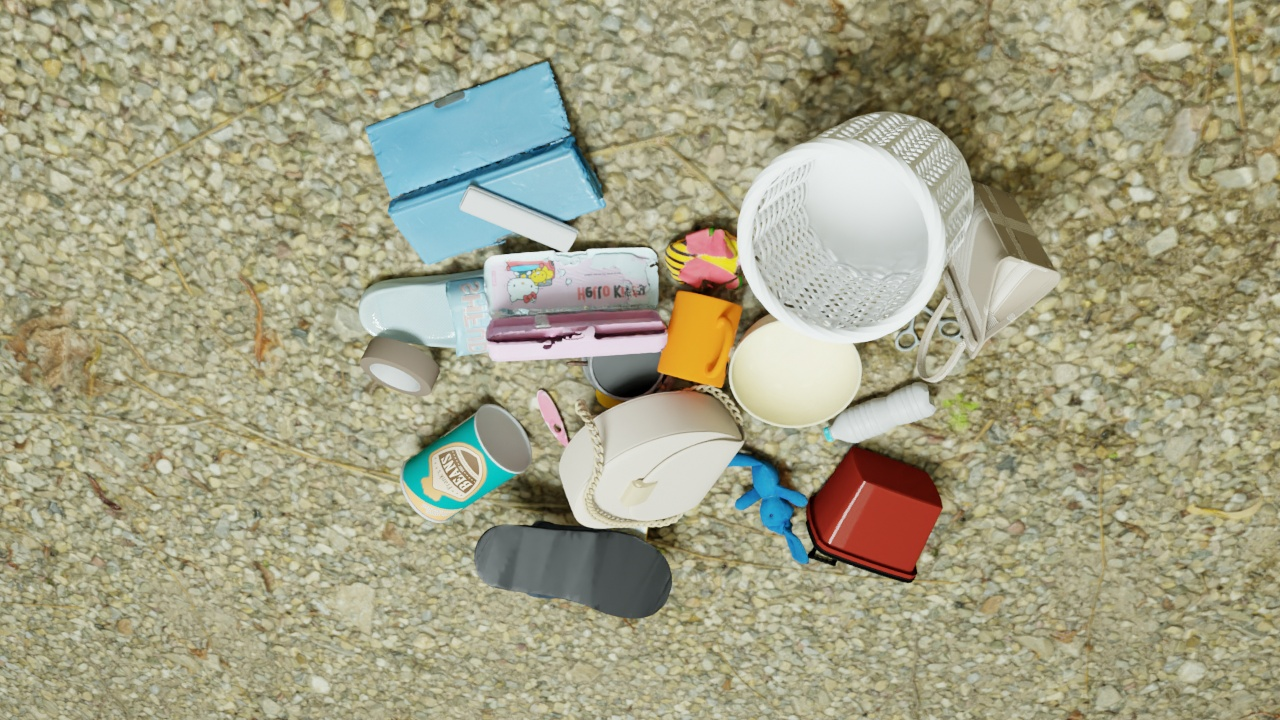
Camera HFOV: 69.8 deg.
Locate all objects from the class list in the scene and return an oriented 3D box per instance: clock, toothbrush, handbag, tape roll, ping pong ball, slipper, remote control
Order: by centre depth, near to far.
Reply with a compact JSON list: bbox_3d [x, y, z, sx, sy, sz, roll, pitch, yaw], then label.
[{"bbox_3d":[0.342,-0.062,0.972,0.062,0.175,0.198,17,125,-5],"label":"handbag"},{"bbox_3d":[-0.133,-0.154,1.009,0.131,0.012,0.033,20,133,-20],"label":"remote control"},{"bbox_3d":[-0.222,-0.051,1.097,0.245,0.074,0.104,-1,123,8],"label":"slipper"},{"bbox_3d":[-0.007,0.006,1.107,0.148,0.056,0.104,33,96,-11],"label":"clock"},{"bbox_3d":[0.007,0.119,1.122,0.208,0.103,0.211,-5,144,-28],"label":"handbag"},{"bbox_3d":[-0.299,0.009,1.140,0.094,0.030,0.094,16,154,8],"label":"tape roll"},{"bbox_3d":[-0.036,0.040,1.153,0.040,0.040,0.040,3,122,4],"label":"ping pong ball"},{"bbox_3d":[-0.106,0.094,1.209,0.022,0.016,0.135,-16,120,15],"label":"toothbrush"},{"bbox_3d":[-0.090,0.268,1.217,0.265,0.083,0.109,12,85,-13],"label":"slipper"}]

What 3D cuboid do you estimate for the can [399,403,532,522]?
[{"bbox_3d":[-0.228,0.135,1.199,0.144,0.099,0.099,-34,113,24],"label":"can"}]

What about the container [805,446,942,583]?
[{"bbox_3d":[0.286,0.227,1.195,0.148,0.126,0.201,20,116,-7],"label":"container"}]

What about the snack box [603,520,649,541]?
[{"bbox_3d":[-0.030,0.220,1.254,0.083,0.061,0.106,8,123,2],"label":"snack box"}]

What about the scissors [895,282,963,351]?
[{"bbox_3d":[0.329,-0.068,1.062,0.131,0.014,0.153,-1,125,8],"label":"scissors"}]

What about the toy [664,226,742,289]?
[{"bbox_3d":[0.077,-0.116,1.043,0.103,0.046,0.084,-7,135,16],"label":"toy"}]

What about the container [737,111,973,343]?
[{"bbox_3d":[0.215,-0.136,0.896,0.189,0.186,0.189,12,117,24],"label":"container"}]

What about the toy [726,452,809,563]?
[{"bbox_3d":[0.164,0.181,1.206,0.071,0.113,0.176,-37,92,-13],"label":"toy"}]

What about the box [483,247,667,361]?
[{"bbox_3d":[-0.074,-0.067,1.028,0.201,0.111,0.101,-3,112,-7],"label":"box"}]

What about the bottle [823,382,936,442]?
[{"bbox_3d":[0.293,0.069,1.134,0.136,0.044,0.044,-23,117,19],"label":"bottle"}]

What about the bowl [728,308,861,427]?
[{"bbox_3d":[0.180,-0.002,1.083,0.151,0.075,0.151,2,122,4],"label":"bowl"}]

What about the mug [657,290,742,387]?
[{"bbox_3d":[0.074,-0.023,1.041,0.077,0.113,0.096,14,91,-21],"label":"mug"}]

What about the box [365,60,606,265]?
[{"bbox_3d":[-0.174,-0.206,1.005,0.232,0.060,0.175,-16,118,16],"label":"box"}]
